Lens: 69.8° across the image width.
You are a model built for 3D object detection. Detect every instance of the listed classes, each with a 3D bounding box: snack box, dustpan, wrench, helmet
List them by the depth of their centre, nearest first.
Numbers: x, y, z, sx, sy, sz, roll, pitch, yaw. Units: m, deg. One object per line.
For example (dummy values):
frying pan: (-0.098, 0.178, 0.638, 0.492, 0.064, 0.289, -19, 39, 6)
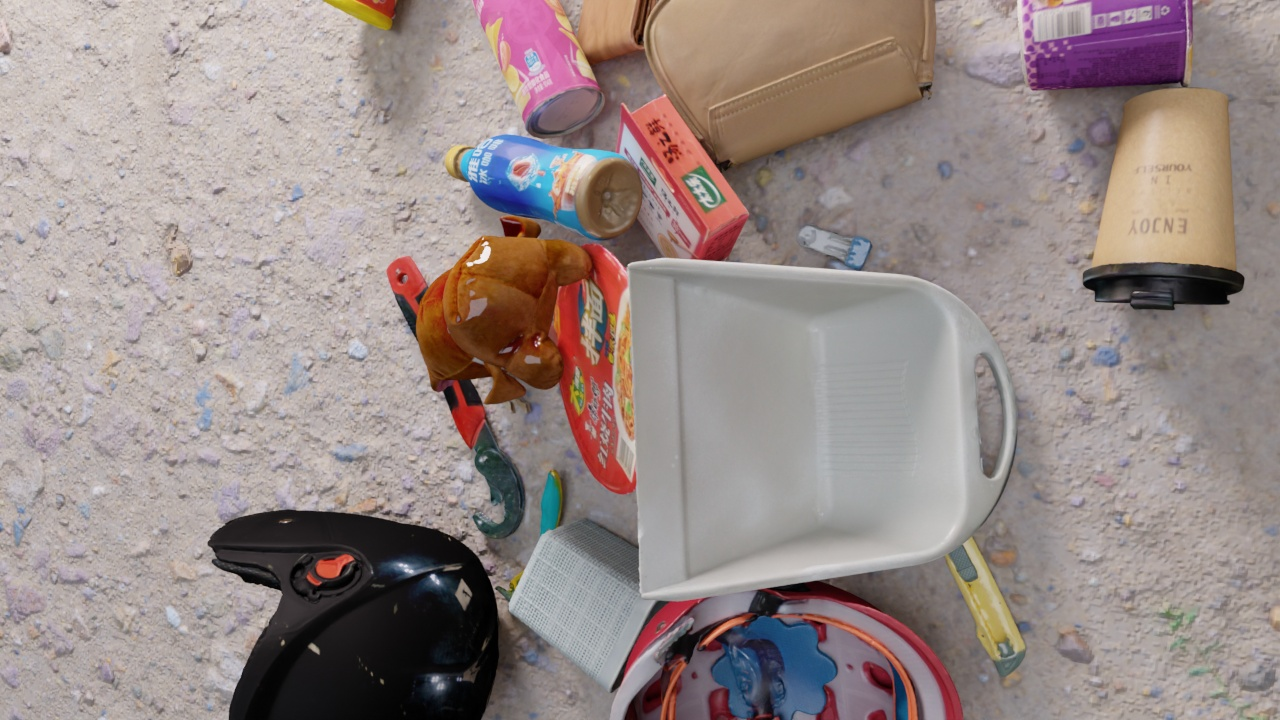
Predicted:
dustpan: (0.135, 0.040, 0.625, 0.143, 0.257, 0.222, -6, 85, 45)
helmet: (0.099, 0.248, 0.680, 0.240, 0.144, 0.207, -10, 97, 3)
snack box: (0.028, -0.129, 0.693, 0.044, 0.127, 0.113, -31, 81, -12)
helmet: (-0.230, 0.245, 0.734, 0.230, 0.274, 0.234, 2, 108, -7)
wrench: (-0.168, 0.030, 0.831, 0.056, 0.016, 0.273, -24, 85, 19)

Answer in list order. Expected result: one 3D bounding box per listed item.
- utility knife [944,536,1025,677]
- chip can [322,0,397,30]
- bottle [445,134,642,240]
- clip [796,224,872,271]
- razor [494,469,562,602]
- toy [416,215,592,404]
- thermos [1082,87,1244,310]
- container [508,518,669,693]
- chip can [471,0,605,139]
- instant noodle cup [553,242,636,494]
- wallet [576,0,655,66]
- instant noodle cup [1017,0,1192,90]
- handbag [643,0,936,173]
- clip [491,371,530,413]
utility knife: (0.238, 0.143, 0.692, 0.031, 0.020, 0.196, -28, 78, 17)
chip can: (-0.218, -0.407, 0.801, 0.073, 0.073, 0.217, 26, 101, 17)
bottle: (-0.089, -0.147, 0.738, 0.219, 0.065, 0.065, 24, 101, 45)
clip: (0.149, -0.089, 0.711, 0.058, 0.038, 0.026, 22, 101, 16)
razor: (-0.090, 0.156, 0.801, 0.043, 0.028, 0.133, 30, 107, 48)
toy: (-0.112, -0.034, 0.717, 0.200, 0.130, 0.140, -12, 58, 55)
thermos: (0.347, -0.100, 0.604, 0.093, 0.093, 0.143, 6, 87, 19)
container: (-0.036, 0.194, 0.753, 0.111, 0.090, 0.090, 29, 101, 20)
chip can: (-0.100, -0.289, 0.752, 0.071, 0.071, 0.210, -28, 77, 19)
instant noodle cup: (-0.004, 0.004, 0.707, 0.065, 0.194, 0.194, -8, 89, -24)
wallet: (-0.018, -0.298, 0.733, 0.101, 0.020, 0.115, 15, 96, 57)
instant noodle cup: (0.305, -0.229, 0.607, 0.099, 0.111, 0.111, -2, 91, 29)
handbag: (0.113, -0.235, 0.679, 0.205, 0.099, 0.148, -16, 94, 20)
clip: (-0.121, 0.008, 0.804, 0.103, 0.035, 0.092, 27, 100, 21)
